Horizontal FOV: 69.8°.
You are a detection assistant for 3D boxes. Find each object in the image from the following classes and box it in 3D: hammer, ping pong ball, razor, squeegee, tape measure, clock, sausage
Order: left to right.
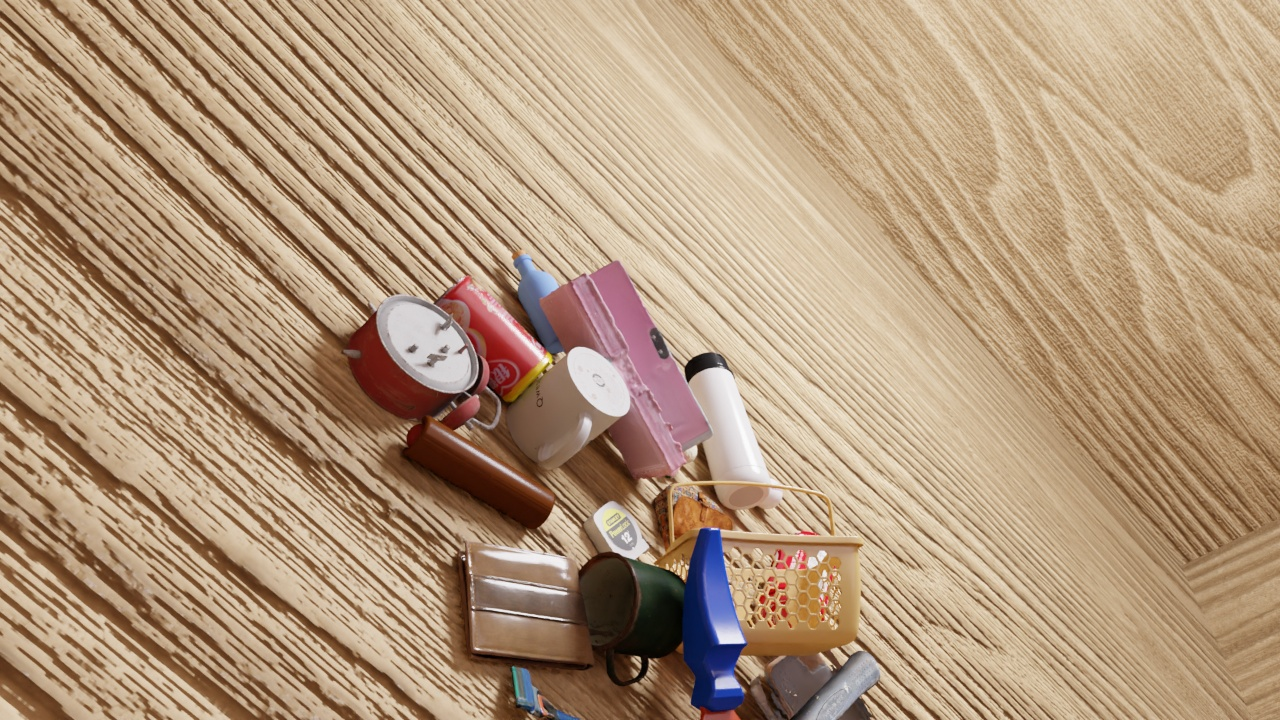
[{"bbox_3d":[-0.189,0.006,0.848,0.156,0.062,0.109,39,29,-22],"label":"clock"},{"bbox_3d":[-0.143,0.102,0.824,0.155,0.040,0.040,36,30,-25],"label":"sausage"},{"bbox_3d":[-0.052,0.294,0.741,0.141,0.018,0.044,40,10,-26],"label":"razor"},{"bbox_3d":[-0.024,0.177,0.930,0.065,0.017,0.064,54,27,7],"label":"tape measure"},{"bbox_3d":[0.062,0.238,0.793,0.249,0.055,0.184,9,71,-31],"label":"squeegee"},{"bbox_3d":[0.165,0.173,1.193,0.040,0.040,0.040,36,30,-26],"label":"ping pong ball"},{"bbox_3d":[0.129,0.347,0.843,0.325,0.037,0.140,-19,77,-47],"label":"hammer"}]

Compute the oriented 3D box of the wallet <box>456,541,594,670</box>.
[{"bbox_3d":[-0.096,0.206,0.770,0.121,0.027,0.098,20,41,-37],"label":"wallet"}]

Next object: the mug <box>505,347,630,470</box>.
[{"bbox_3d":[-0.074,0.059,0.915,0.083,0.097,0.119,38,30,-22],"label":"mug"}]

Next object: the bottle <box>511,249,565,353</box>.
[{"bbox_3d":[-0.116,-0.073,1.072,0.048,0.048,0.131,1,54,-56],"label":"bottle"}]

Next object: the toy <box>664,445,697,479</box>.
[{"bbox_3d":[0.032,0.089,1.097,0.087,0.050,0.112,45,34,-11],"label":"toy"}]

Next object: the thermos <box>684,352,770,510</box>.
[{"bbox_3d":[0.116,0.091,1.204,0.101,0.069,0.229,43,24,-43],"label":"thermos"}]

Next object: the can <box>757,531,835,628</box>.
[{"bbox_3d":[0.185,0.263,1.074,0.074,0.075,0.142,48,27,-4],"label":"can"}]

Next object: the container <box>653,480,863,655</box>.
[{"bbox_3d":[0.115,0.203,0.918,0.183,0.129,0.166,5,64,-17],"label":"container"}]

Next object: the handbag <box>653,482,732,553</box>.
[{"bbox_3d":[0.063,0.221,0.988,0.093,0.043,0.195,31,36,-29],"label":"handbag"}]

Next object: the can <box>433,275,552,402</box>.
[{"bbox_3d":[-0.154,-0.022,0.928,0.124,0.067,0.066,45,28,-9],"label":"can"}]

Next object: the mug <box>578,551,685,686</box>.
[{"bbox_3d":[-0.007,0.234,0.819,0.081,0.085,0.110,26,52,-41],"label":"mug"}]

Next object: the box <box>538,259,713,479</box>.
[{"bbox_3d":[-0.005,0.005,1.011,0.106,0.100,0.232,-31,93,-27],"label":"box"}]

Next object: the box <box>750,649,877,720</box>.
[{"bbox_3d":[0.204,0.395,0.922,0.114,0.096,0.217,-30,79,-19],"label":"box"}]
